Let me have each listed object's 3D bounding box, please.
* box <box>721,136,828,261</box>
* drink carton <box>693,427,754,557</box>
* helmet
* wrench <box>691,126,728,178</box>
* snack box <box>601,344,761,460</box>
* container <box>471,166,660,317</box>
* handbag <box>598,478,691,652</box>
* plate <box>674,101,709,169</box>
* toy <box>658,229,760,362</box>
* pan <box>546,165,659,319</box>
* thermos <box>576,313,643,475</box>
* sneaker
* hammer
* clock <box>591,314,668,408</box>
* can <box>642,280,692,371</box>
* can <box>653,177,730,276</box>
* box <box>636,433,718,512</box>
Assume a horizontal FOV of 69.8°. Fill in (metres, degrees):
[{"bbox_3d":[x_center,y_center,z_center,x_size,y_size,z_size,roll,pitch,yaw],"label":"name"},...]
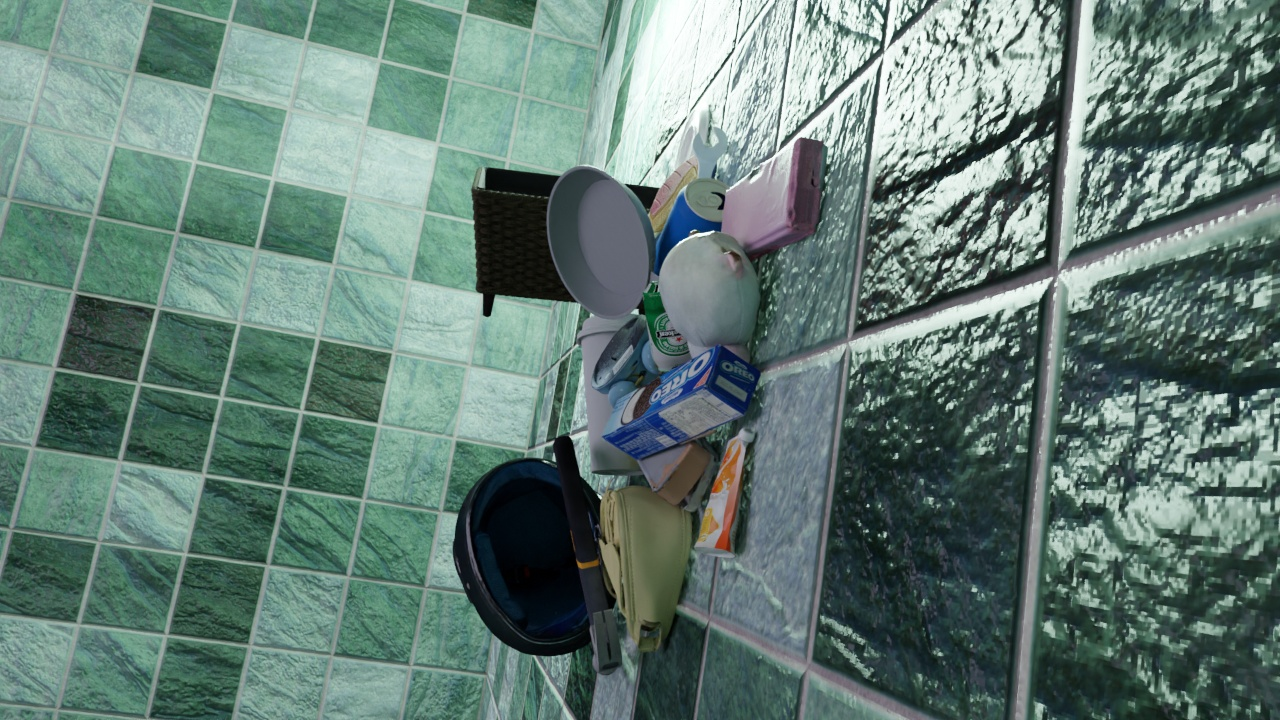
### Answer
[{"bbox_3d":[0.131,-0.156,0.947,0.233,0.037,0.098,164,112,-78],"label":"box"},{"bbox_3d":[0.086,0.129,0.905,0.069,0.039,0.122,131,154,-70],"label":"drink carton"},{"bbox_3d":[-0.151,0.309,1.401,0.236,0.248,0.316,94,155,-58],"label":"helmet"},{"bbox_3d":[0.075,-0.176,1.224,0.009,0.047,0.273,-148,67,-87],"label":"wrench"},{"bbox_3d":[0.037,0.051,0.987,0.227,0.059,0.059,-30,29,57],"label":"snack box"},{"bbox_3d":[-0.111,-0.175,1.471,0.176,0.321,0.205,-105,22,-66],"label":"container"},{"bbox_3d":[-0.009,0.235,1.121,0.233,0.088,0.191,-153,69,-79],"label":"handbag"},{"bbox_3d":[0.076,-0.322,1.420,0.157,0.014,0.157,-170,91,-79],"label":"plate"},{"bbox_3d":[0.076,-0.047,0.974,0.139,0.101,0.180,-137,34,-60],"label":"toy"},{"bbox_3d":[0.001,-0.115,1.139,0.357,0.050,0.201,35,132,35],"label":"pan"},{"bbox_3d":[-0.029,0.052,1.336,0.132,0.131,0.221,136,136,-71],"label":"thermos"},{"bbox_3d":[0.047,-0.184,1.312,0.242,0.091,0.116,-52,28,24],"label":"sneaker"},{"bbox_3d":[-0.074,0.251,1.220,0.139,0.035,0.312,100,157,-64],"label":"hammer"},{"bbox_3d":[-0.007,0.007,1.182,0.118,0.060,0.162,-52,19,12],"label":"clock"},{"bbox_3d":[0.034,-0.041,1.053,0.053,0.053,0.101,-131,31,-76],"label":"can"},{"bbox_3d":[0.066,-0.152,1.142,0.146,0.079,0.078,116,161,-53],"label":"can"},{"bbox_3d":[0.032,0.100,1.090,0.081,0.063,0.216,-56,18,7],"label":"box"}]
